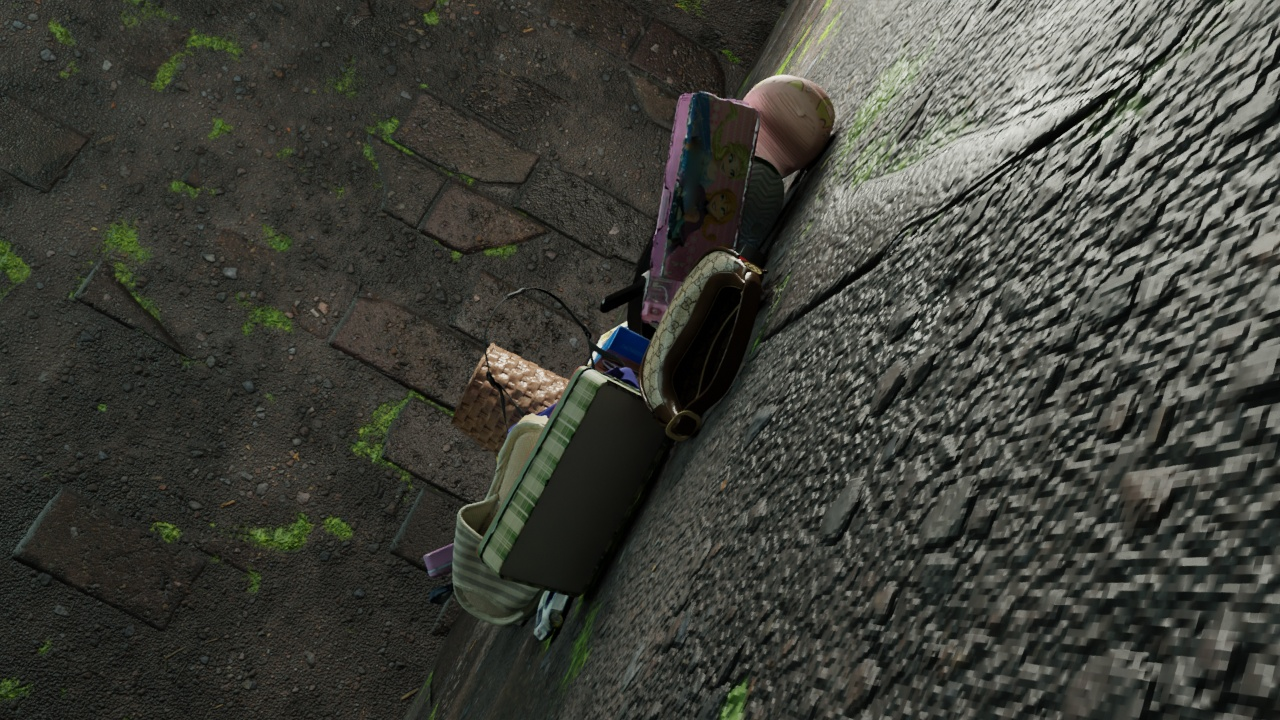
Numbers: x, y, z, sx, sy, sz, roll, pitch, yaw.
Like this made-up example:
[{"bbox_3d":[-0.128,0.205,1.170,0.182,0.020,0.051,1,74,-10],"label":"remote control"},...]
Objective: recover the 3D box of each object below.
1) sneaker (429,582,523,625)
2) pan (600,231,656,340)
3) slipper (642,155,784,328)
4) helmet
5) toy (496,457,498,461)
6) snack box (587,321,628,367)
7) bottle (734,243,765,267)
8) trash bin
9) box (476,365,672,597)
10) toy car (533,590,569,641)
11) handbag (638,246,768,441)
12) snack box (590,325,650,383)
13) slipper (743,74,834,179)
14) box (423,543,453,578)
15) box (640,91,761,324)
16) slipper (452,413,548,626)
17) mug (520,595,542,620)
[{"bbox_3d":[-0.217,0.317,1.312,0.120,0.127,0.295,-62,3,-17],"label":"sneaker"},{"bbox_3d":[0.022,-0.109,1.130,0.355,0.034,0.226,-33,-32,-61],"label":"pan"},{"bbox_3d":[0.070,-0.128,1.007,0.074,0.104,0.246,-72,7,-49],"label":"slipper"},{"bbox_3d":[-0.089,0.041,0.999,0.147,0.227,0.242,-28,-11,-28],"label":"helmet"},{"bbox_3d":[-0.141,0.134,1.347,0.208,0.092,0.134,20,91,49],"label":"toy"},{"bbox_3d":[-0.006,-0.038,1.344,0.150,0.026,0.081,-28,24,30],"label":"snack box"},{"bbox_3d":[0.081,-0.057,0.884,0.113,0.030,0.030,-62,5,-3],"label":"bottle"},{"bbox_3d":[-0.130,0.087,1.189,0.151,0.210,0.151,-61,5,8],"label":"trash bin"},{"bbox_3d":[-0.057,0.114,0.851,0.050,0.117,0.205,29,92,49],"label":"box"},{"bbox_3d":[-0.086,0.243,0.936,0.039,0.027,0.089,-58,5,50],"label":"toy car"},{"bbox_3d":[0.054,-0.012,0.788,0.167,0.063,0.138,-61,14,12],"label":"handbag"},{"bbox_3d":[-0.006,0.006,1.092,0.034,0.087,0.151,-64,6,-15],"label":"snack box"},{"bbox_3d":[0.145,-0.242,0.961,0.081,0.093,0.198,-42,4,-22],"label":"slipper"},{"bbox_3d":[-0.187,0.239,1.244,0.214,0.036,0.076,-22,-6,-7],"label":"box"},{"bbox_3d":[0.057,-0.141,0.890,0.076,0.085,0.230,-38,-42,-79],"label":"box"},{"bbox_3d":[-0.130,0.173,0.937,0.273,0.114,0.053,-65,-5,29],"label":"slipper"},{"bbox_3d":[-0.131,0.223,1.024,0.104,0.111,0.084,-47,28,31],"label":"mug"}]
